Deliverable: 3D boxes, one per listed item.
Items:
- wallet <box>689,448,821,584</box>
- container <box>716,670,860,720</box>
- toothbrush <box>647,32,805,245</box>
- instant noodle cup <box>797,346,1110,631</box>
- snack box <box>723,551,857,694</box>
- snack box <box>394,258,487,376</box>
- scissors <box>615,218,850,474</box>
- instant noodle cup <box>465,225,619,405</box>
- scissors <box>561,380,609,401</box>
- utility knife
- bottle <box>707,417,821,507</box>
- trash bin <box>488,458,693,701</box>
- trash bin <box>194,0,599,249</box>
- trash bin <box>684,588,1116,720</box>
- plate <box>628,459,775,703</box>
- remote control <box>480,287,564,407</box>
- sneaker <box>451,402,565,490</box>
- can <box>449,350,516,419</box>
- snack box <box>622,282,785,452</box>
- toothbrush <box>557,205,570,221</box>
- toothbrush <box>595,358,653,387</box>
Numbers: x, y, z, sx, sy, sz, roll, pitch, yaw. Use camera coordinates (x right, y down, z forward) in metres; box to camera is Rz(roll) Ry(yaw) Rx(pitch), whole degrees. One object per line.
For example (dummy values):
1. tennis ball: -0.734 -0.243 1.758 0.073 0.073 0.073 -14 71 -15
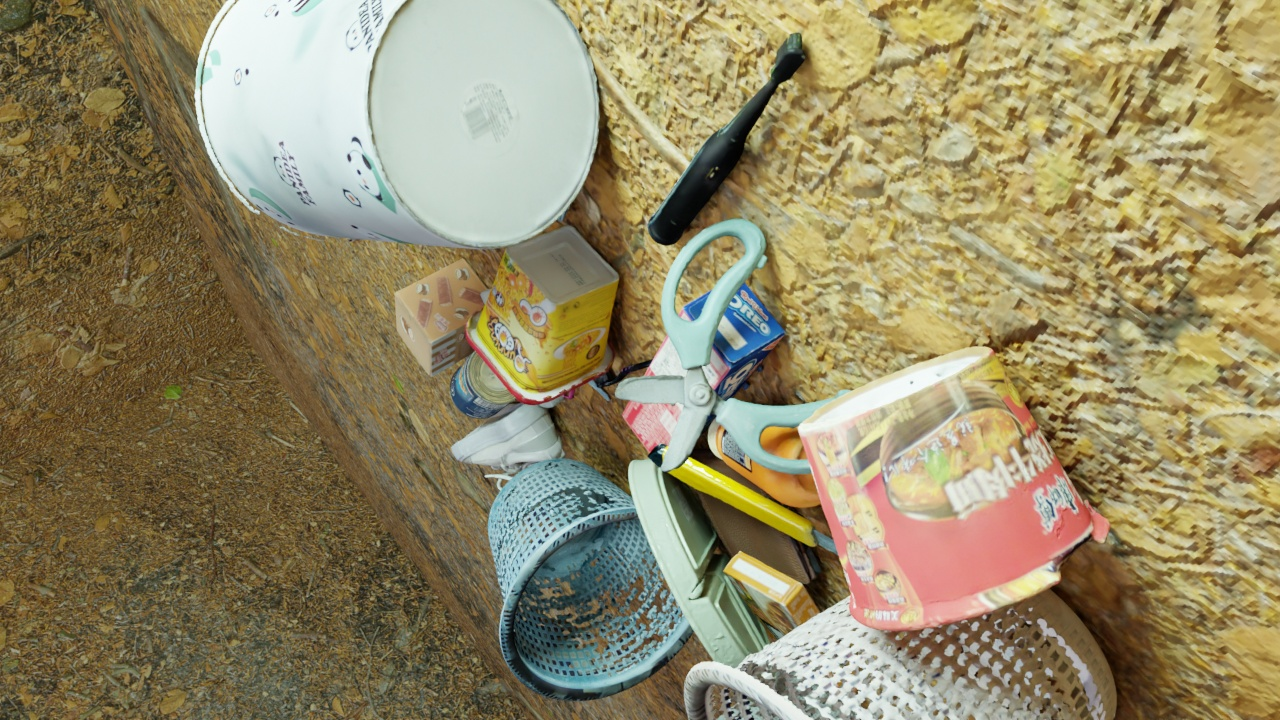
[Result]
1. wallet: 0.095 0.128 0.779 0.101 0.032 0.124 0 121 58
2. container: 0.135 0.350 0.862 0.090 0.114 0.090 53 155 9
3. toothbrush: 0.049 -0.129 0.569 0.026 0.027 0.213 15 157 -13
4. instant noodle cup: 0.153 0.063 0.487 0.108 0.137 0.138 66 155 1
5. snack box: 0.134 0.231 0.794 0.075 0.026 0.154 19 149 51
6. snack box: -0.228 -0.050 1.079 0.077 0.094 0.093 52 155 13
7. scissors: 0.075 -0.004 0.594 0.019 0.175 0.170 -105 25 -89
8. instant noodle cup: -0.081 -0.043 0.815 0.116 0.115 0.124 48 142 21
9. scissors: -0.078 0.002 0.965 0.133 0.017 0.136 42 149 21
10. utility knife: 0.104 0.119 0.710 0.231 0.015 0.033 26 152 21
11. bottle: 0.091 0.064 0.679 0.067 0.066 0.150 65 162 -15
12. trash bin: -0.068 0.211 0.988 0.195 0.226 0.227 43 154 56
13. trash bin: -0.178 -0.191 0.698 0.252 0.229 0.230 17 134 46
14. trash bin: 0.170 0.225 0.560 0.227 0.191 0.228 42 151 30
15. plate: 0.057 0.183 0.796 0.230 0.027 0.230 59 -174 -11
16. remote control: -0.131 -0.016 1.030 0.058 0.021 0.150 4 123 60
17. sneaker: -0.164 0.111 1.173 0.091 0.089 0.243 56 149 -7
18. can: -0.184 0.025 1.110 0.075 0.075 0.111 58 155 -1
19. snack box: 0.043 0.015 0.710 0.058 0.057 0.208 54 155 13
20. toothbrush: -0.132 -0.172 0.845 0.221 0.026 0.026 33 113 40
21. toothbrush: -0.005 0.005 0.837 0.190 0.014 0.018 -23 87 64
